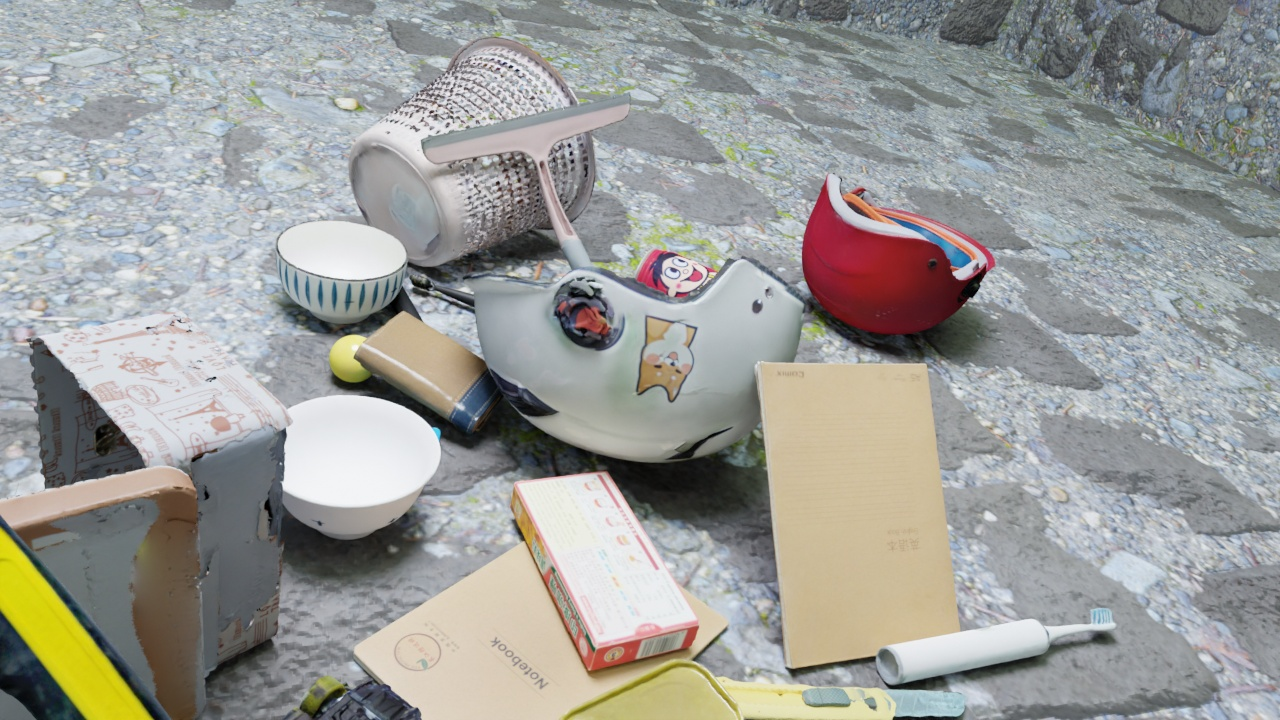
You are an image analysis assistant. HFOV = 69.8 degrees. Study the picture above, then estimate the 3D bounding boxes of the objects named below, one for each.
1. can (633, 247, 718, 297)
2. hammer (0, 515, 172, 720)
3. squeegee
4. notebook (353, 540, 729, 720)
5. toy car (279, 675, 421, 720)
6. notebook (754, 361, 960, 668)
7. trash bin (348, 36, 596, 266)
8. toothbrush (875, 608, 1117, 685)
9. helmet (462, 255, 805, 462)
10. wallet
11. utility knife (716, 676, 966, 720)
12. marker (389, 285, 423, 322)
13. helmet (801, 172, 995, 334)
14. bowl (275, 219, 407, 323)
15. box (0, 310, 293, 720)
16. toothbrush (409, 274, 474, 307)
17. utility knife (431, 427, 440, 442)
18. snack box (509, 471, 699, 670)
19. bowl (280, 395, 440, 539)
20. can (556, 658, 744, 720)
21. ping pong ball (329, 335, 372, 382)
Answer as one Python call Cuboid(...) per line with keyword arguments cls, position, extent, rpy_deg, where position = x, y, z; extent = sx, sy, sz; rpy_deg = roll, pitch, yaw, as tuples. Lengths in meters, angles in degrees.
Cuboid(cls="can", position=(0.044, -0.077, 0.990), extent=(0.094, 0.067, 0.066), rpy_deg=(26, 33, 19))
Cuboid(cls="hammer", position=(-0.184, 0.167, 0.360), extent=(0.323, 0.032, 0.125), rpy_deg=(56, 36, -8))
Cuboid(cls="squeegee", position=(-0.072, -0.127, 0.930), extent=(0.247, 0.249, 0.040), rpy_deg=(-22, 2, -33))
Cuboid(cls="notebook", position=(-0.056, 0.180, 0.597), extent=(0.148, 0.008, 0.207), rpy_deg=(32, 35, 27))
Cuboid(cls="toy car", position=(-0.174, 0.218, 0.454), extent=(0.070, 0.042, 0.157), rpy_deg=(28, 33, 22))
Cuboid(cls="notebook", position=(0.160, 0.105, 0.666), extent=(0.149, 0.012, 0.211), rpy_deg=(0, 79, -22))
Cuboid(cls="trash bin", position=(-0.192, -0.206, 0.986), extent=(0.227, 0.228, 0.191), rpy_deg=(29, 47, 22))
Cuboid(cls="toothbrush", position=(0.268, 0.206, 0.670), extent=(0.220, 0.026, 0.027), rpy_deg=(-1, -9, -24))
Cuboid(cls="helmet", position=(-0.004, 0.004, 0.745), extent=(0.274, 0.157, 0.230), rpy_deg=(-1, -1, -1))
Cuboid(cls="wallet", position=(-0.171, 0.009, 0.767), extent=(0.115, 0.033, 0.090), rpy_deg=(33, 28, -3))
Cuboid(cls="utility knife", position=(0.122, 0.223, 0.600), extent=(0.206, 0.021, 0.030), rpy_deg=(10, 37, -15))
Cuboid(cls="marker", position=(-0.219, -0.039, 0.867), extent=(0.022, 0.020, 0.132), rpy_deg=(15, 25, -42))
Cuboid(cls="helmet", position=(0.288, -0.107, 1.072), extent=(0.239, 0.144, 0.207), rpy_deg=(5, 30, -42))
Cuboid(cls="bowl", position=(-0.279, -0.077, 0.857), extent=(0.116, 0.066, 0.116), rpy_deg=(11, 32, -7))
Cuboid(cls="box", position=(-0.295, 0.100, 0.465), extent=(0.157, 0.183, 0.193), rpy_deg=(34, 33, 30))
Cuboid(cls="toothbrush", position=(-0.133, -0.048, 0.910), extent=(0.213, 0.026, 0.027), rpy_deg=(20, -7, 8))
Cuboid(cls="utility knife", position=(-0.249, 0.068, 0.685), extent=(0.204, 0.018, 0.034), rpy_deg=(-2, 23, -24))
Cuboid(cls="snack box", position=(-0.029, 0.139, 0.638), extent=(0.077, 0.027, 0.155), rpy_deg=(-4, 36, -28))
Cuboid(cls="bowl", position=(-0.202, 0.084, 0.635), extent=(0.118, 0.065, 0.118), rpy_deg=(11, 31, -7))
Cuboid(cls="can", position=(-0.003, 0.218, 0.485), extent=(0.101, 0.083, 0.057), rpy_deg=(-13, 41, -37))
Cuboid(cls="ping pong ball", position=(-0.242, -0.001, 0.777), extent=(0.040, 0.040, 0.040), rpy_deg=(10, 32, -7))
